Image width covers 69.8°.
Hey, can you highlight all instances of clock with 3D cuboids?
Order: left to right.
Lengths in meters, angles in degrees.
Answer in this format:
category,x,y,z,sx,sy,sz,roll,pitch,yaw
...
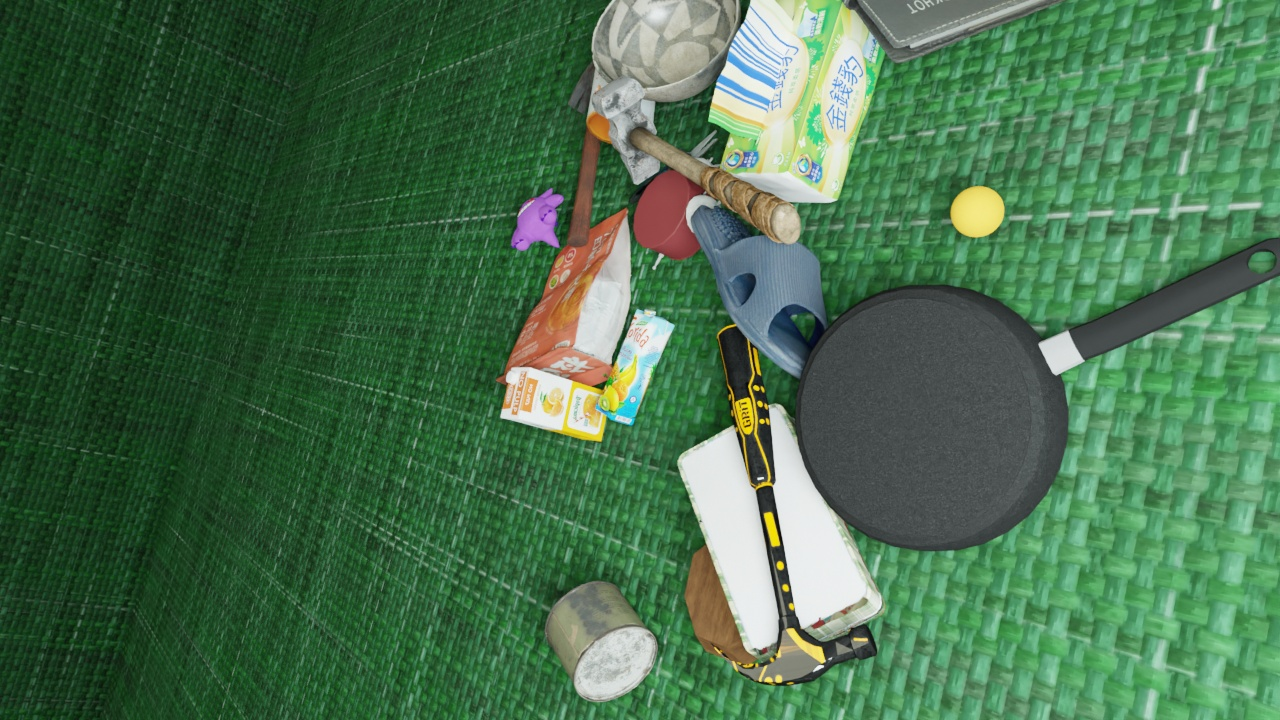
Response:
category,x,y,z,sx,sy,sz,roll,pitch,yaw
clock,0.046,-0.166,1.022,0.138,0.048,0.096,-31,52,41

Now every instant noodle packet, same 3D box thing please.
category,x,y,z,sx,sy,sz,roll,pitch,yaw
instant noodle packet,-0.086,-0.075,1.140,0.165,0.084,0.220,-24,48,50

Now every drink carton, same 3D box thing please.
category,x,y,z,sx,sy,sz,roll,pitch,yaw
drink carton,-0.098,0.050,1.049,0.040,0.122,0.058,0,74,51
drink carton,-0.006,0.006,1.022,0.044,0.038,0.129,29,98,53

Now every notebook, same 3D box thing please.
category,x,y,z,sx,sy,sz,roll,pitch,yaw
notebook,0.252,-0.347,0.795,0.169,0.029,0.208,-20,49,4

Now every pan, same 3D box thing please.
category,x,y,z,sx,sy,sz,roll,pitch,yaw
pan,0.263,0.009,0.651,0.357,0.044,0.204,-32,68,33

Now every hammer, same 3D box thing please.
category,x,y,z,sx,sy,sz,roll,pitch,yaw
hammer,-0.064,-0.282,1.208,0.111,0.028,0.300,-22,53,46
hammer,0.052,-0.184,0.889,0.049,0.121,0.319,-34,40,-9
hammer,0.099,0.105,0.762,0.123,0.036,0.320,-21,54,20

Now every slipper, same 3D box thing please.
category,x,y,z,sx,sy,sz,roll,pitch,yaw
slipper,0.125,-0.082,0.859,0.083,0.101,0.263,-44,38,20

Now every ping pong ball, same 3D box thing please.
category,x,y,z,sx,sy,sz,roll,pitch,yaw
ping pong ball,0.268,-0.118,0.731,0.040,0.040,0.040,-25,57,44

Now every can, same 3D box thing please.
category,x,y,z,sx,sy,sz,roll,pitch,yaw
can,-0.040,0.276,0.907,0.074,0.089,0.090,42,108,51

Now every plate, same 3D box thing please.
category,x,y,z,sx,sy,sz,roll,pitch,yaw
plate,0.084,0.209,0.834,0.132,0.025,0.131,-25,57,44

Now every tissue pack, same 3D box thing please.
category,x,y,z,sx,sy,sz,roll,pitch,yaw
tissue pack,0.136,-0.264,0.875,0.120,0.141,0.197,6,79,52

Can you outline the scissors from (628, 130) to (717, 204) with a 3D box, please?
category,x,y,z,sx,sy,sz,roll,pitch,yaw
scissors,0.033,-0.218,1.087,0.144,0.019,0.126,13,84,51

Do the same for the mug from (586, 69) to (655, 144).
category,x,y,z,sx,sy,sz,roll,pitch,yaw
mug,-0.020,-0.336,1.152,0.082,0.082,0.105,-13,63,48

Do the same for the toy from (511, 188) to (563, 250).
category,x,y,z,sx,sy,sz,roll,pitch,yaw
toy,-0.140,-0.192,1.263,0.106,0.056,0.088,-41,42,20

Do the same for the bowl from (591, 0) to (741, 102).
category,x,y,z,sx,sy,sz,roll,pitch,yaw
bowl,0.040,-0.369,1.077,0.179,0.081,0.178,-8,68,19

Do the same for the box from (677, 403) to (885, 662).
category,x,y,z,sx,sy,sz,roll,pitch,yaw
box,0.115,0.144,0.781,0.118,0.050,0.205,-31,50,10
